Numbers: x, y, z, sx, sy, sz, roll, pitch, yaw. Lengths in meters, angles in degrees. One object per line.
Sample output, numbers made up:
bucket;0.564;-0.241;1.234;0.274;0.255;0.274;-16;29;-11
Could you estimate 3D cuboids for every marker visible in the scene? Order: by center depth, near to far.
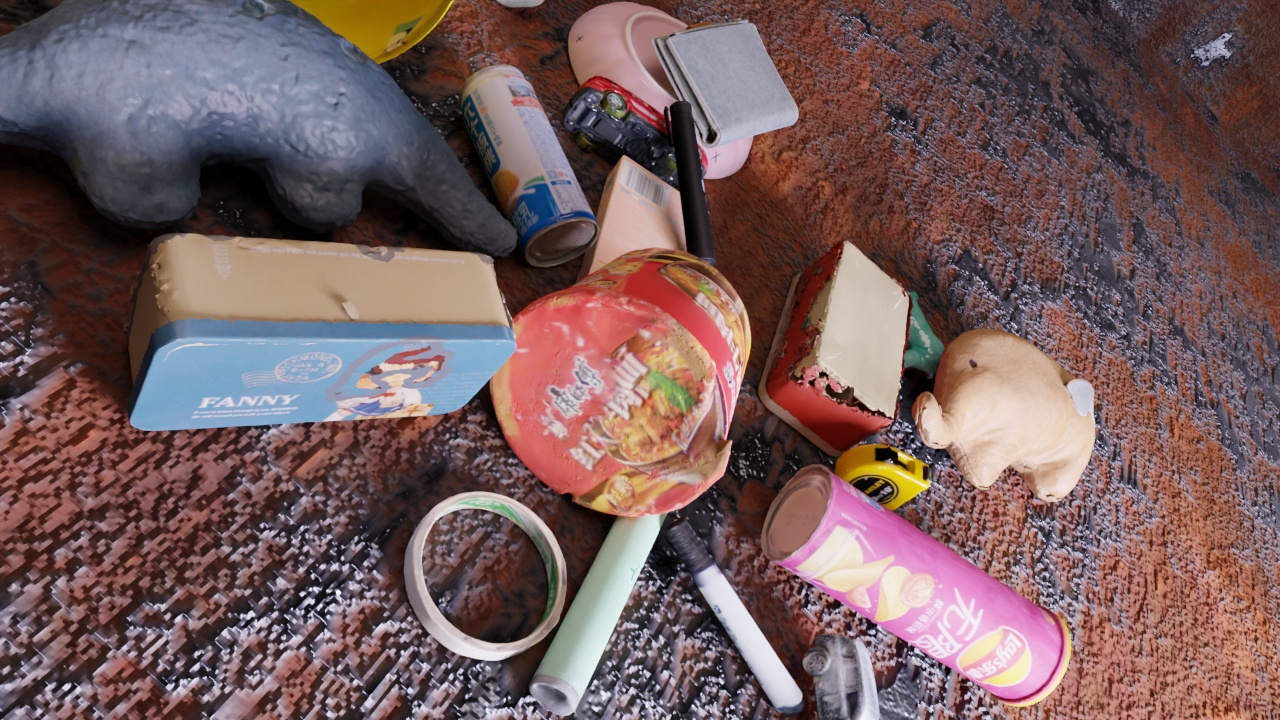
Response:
marker;0.054;0.148;0.531;0.018;0.023;0.130;-33;91;-21
marker;0.036;-0.130;0.673;0.022;0.020;0.132;-3;73;-14

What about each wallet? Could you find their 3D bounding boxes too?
wallet;0.071;-0.235;0.772;0.129;0.037;0.106;-29;91;-46

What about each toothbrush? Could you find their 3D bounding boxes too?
toothbrush;-0.005;0.100;0.524;0.027;0.027;0.223;62;36;-26

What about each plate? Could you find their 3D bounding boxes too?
plate;0.028;-0.246;0.802;0.192;0.039;0.192;21;48;-26

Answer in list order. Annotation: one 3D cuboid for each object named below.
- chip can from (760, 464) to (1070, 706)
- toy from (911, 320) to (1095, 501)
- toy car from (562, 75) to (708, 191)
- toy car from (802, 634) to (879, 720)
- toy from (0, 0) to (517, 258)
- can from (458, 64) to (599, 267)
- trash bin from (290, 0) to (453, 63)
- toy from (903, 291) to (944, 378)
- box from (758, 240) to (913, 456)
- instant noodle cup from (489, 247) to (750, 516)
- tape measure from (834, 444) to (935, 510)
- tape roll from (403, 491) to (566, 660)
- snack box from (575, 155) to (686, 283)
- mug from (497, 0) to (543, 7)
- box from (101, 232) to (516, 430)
chip can;0.182;0.149;0.603;0.210;0.072;0.071;33;44;-15
toy;0.294;0.038;0.770;0.225;0.083;0.143;13;63;-30
toy car;-0.001;-0.174;0.714;0.120;0.053;0.045;33;49;-18
toy car;0.119;0.204;0.531;0.043;0.034;0.090;49;33;-44
toy;-0.223;-0.131;0.485;0.355;0.092;0.138;1;87;-37
can;-0.077;-0.132;0.620;0.053;0.053;0.134;-7;64;-42
trash bin;-0.188;-0.344;0.578;0.229;0.230;0.254;30;39;-18
toy;0.240;-0.021;0.811;0.096;0.030;0.092;-15;68;-42
box;0.159;-0.019;0.708;0.091;0.077;0.167;37;42;-12
instant noodle cup;-0.003;0.003;0.528;0.138;0.138;0.108;43;34;-4
tape measure;0.167;0.082;0.653;0.057;0.060;0.028;26;46;-14
tape roll;-0.078;0.108;0.467;0.085;0.014;0.085;21;48;-26
snack box;0.003;-0.074;0.661;0.084;0.026;0.156;30;45;-19
mug;-0.090;-0.363;0.736;0.083;0.124;0.103;13;51;-4
box;-0.156;-0.012;0.440;0.184;0.090;0.059;-4;63;-38
